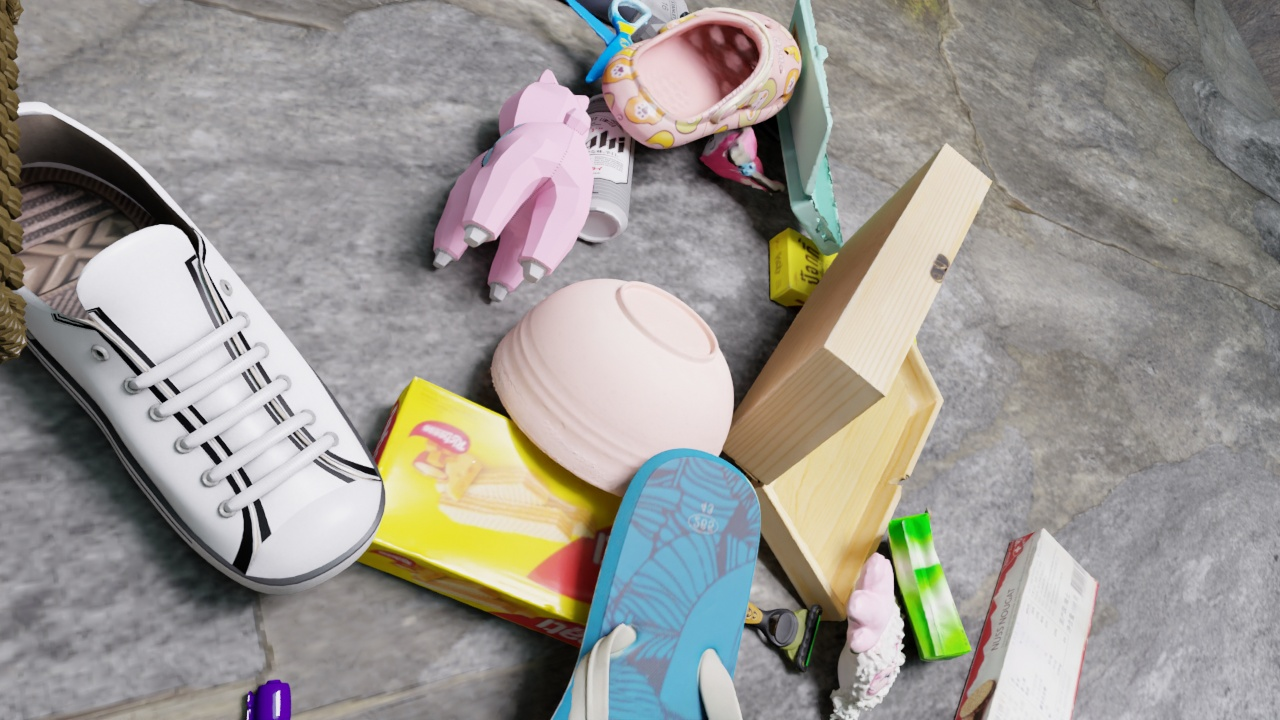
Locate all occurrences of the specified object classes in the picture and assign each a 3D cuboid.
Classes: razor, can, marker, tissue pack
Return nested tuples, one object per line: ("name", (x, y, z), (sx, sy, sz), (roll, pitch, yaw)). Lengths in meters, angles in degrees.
("razor", (0.057, 0.154, 0.579), (0.144, 0.021, 0.044), (29, 70, -24))
("can", (-0.027, -0.137, 0.649), (0.044, 0.044, 0.106), (22, 55, -28))
("marker", (-0.158, 0.206, 0.389), (0.018, 0.015, 0.133), (-4, 68, -10))
("tissue pack", (0.198, 0.159, 0.642), (0.114, 0.034, 0.099), (51, 27, -67))

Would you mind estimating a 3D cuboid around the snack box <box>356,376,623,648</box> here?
("snack box", (-0.052, 0.094, 0.498), (0.200, 0.042, 0.092), (27, 54, -17))

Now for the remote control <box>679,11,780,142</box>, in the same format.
("remote control", (0.078, -0.235, 0.774), (0.140, 0.021, 0.045), (31, 44, -42))

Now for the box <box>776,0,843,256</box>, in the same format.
("box", (0.137, -0.194, 0.755), (0.138, 0.055, 0.186), (65, 18, -46))

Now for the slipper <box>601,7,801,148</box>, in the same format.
("slipper", (0.056, -0.218, 0.661), (0.196, 0.082, 0.093), (-31, 88, -39))

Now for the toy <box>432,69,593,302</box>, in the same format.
("toy", (-0.067, -0.117, 0.566), (0.067, 0.123, 0.157), (31, 67, -22))

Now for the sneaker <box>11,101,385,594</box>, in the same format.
("sneaker", (-0.200, -0.011, 0.393), (0.091, 0.097, 0.245), (-37, 88, -30))

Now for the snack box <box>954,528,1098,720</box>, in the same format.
("snack box", (0.290, 0.249, 0.700), (0.076, 0.044, 0.272), (44, 47, -4))

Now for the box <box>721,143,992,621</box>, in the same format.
("box", (0.153, 0.010, 0.642), (0.246, 0.119, 0.253), (-49, 142, -41))

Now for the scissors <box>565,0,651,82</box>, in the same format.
("scissors", (-0.012, -0.232, 0.681), (0.125, 0.013, 0.126), (40, 43, -12))

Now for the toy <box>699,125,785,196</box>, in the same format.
("toy", (0.074, -0.171, 0.750), (0.065, 0.050, 0.102), (46, 21, -37))

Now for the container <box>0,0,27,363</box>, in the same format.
("container", (-0.360, -0.127, 0.246), (0.320, 0.177, 0.204), (0, 62, -19))

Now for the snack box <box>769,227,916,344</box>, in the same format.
("snack box", (0.172, -0.055, 0.775), (0.148, 0.026, 0.061), (22, 56, -28))

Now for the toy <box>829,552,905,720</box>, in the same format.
("toy", (0.151, 0.177, 0.596), (0.095, 0.041, 0.109), (-52, 143, -43))

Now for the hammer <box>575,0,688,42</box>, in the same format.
("hammer", (-0.093, -0.306, 0.695), (0.312, 0.035, 0.139), (14, 58, -32))

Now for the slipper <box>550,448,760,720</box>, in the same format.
("slipper", (0.002, 0.184, 0.437), (0.118, 0.060, 0.294), (27, 73, -25))

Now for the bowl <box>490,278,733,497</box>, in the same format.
("bowl", (-0.003, 0.003, 0.534), (0.153, 0.076, 0.152), (27, 27, -16))
